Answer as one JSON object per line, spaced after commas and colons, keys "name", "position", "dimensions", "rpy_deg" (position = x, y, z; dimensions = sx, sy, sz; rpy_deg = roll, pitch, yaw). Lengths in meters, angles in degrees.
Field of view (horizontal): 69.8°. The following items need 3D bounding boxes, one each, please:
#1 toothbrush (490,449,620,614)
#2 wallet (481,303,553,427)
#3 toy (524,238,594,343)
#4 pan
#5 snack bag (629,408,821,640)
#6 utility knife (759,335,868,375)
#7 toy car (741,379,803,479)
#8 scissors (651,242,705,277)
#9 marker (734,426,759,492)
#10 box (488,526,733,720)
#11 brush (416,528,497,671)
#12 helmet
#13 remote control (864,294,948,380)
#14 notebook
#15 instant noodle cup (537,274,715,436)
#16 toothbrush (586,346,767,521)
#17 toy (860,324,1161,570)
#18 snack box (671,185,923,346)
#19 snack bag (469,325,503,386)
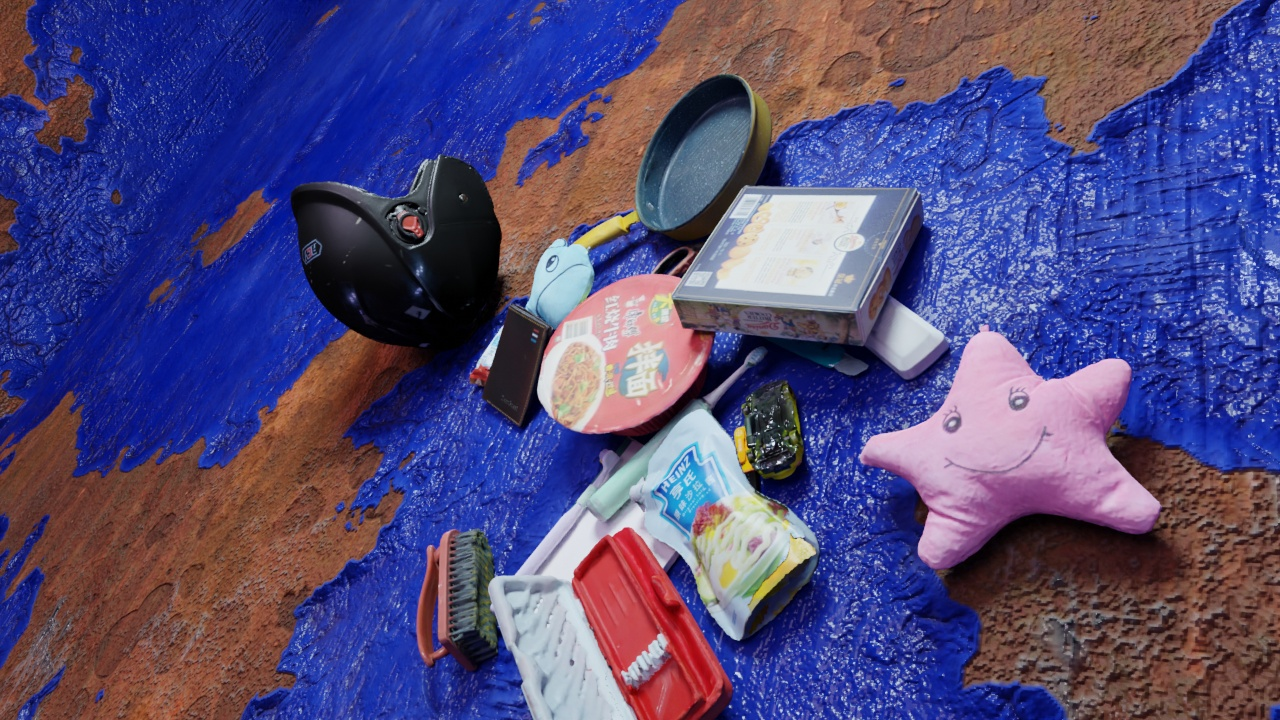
{"name": "toothbrush", "position": [-0.083, 0.164, 0.879], "dimensions": [0.021, 0.029, 0.189], "rpy_deg": [34, 79, 16]}
{"name": "wallet", "position": [-0.142, 0.004, 1.055], "dimensions": [0.096, 0.020, 0.122], "rpy_deg": [32, 108, 51]}
{"name": "toy", "position": [-0.102, -0.068, 1.078], "dimensions": [0.157, 0.049, 0.161], "rpy_deg": [-38, 49, 27]}
{"name": "pan", "position": [0.007, -0.190, 1.090], "dimensions": [0.358, 0.078, 0.197], "rpy_deg": [-44, 39, 30]}
{"name": "snack bag", "position": [0.062, 0.130, 0.764], "dimensions": [0.110, 0.038, 0.191], "rpy_deg": [-56, 44, 14]}
{"name": "utility knife", "position": [0.148, -0.021, 0.866], "dimensions": [0.029, 0.013, 0.180], "rpy_deg": [-51, 39, -6]}
{"name": "toy car", "position": [0.118, 0.061, 0.803], "dimensions": [0.048, 0.032, 0.105], "rpy_deg": [-26, 35, 21]}
{"name": "scissors", "position": [0.006, -0.040, 1.008], "dimensions": [0.192, 0.015, 0.206], "rpy_deg": [-13, 48, 32]}
{"name": "marker", "position": [0.093, 0.109, 0.794], "dimensions": [0.018, 0.015, 0.123], "rpy_deg": [-28, 43, 28]}
{"name": "box", "position": [-0.028, 0.225, 0.723], "dimensions": [0.154, 0.074, 0.201], "rpy_deg": [-21, 34, -13]}
{"name": "brush", "position": [-0.181, 0.225, 0.890], "dimensions": [0.069, 0.063, 0.145], "rpy_deg": [-21, 40, 6]}
{"name": "helmet", "position": [-0.312, -0.133, 1.179], "dimensions": [0.234, 0.274, 0.230], "rpy_deg": [-12, 74, 48]}
{"name": "remote control", "position": [0.215, -0.032, 0.809], "dimensions": [0.049, 0.024, 0.125], "rpy_deg": [-41, 37, 2]}
{"name": "notebook", "position": [-0.032, 0.175, 0.846], "dimensions": [0.209, 0.012, 0.150], "rpy_deg": [-51, 37, -11]}
{"name": "instant noodle cup", "position": [-0.005, 0.005, 0.923], "dimensions": [0.194, 0.066, 0.193], "rpy_deg": [-16, 49, 19]}
{"name": "toothbrush", "position": [0.037, 0.066, 0.859], "dimensions": [0.224, 0.026, 0.027], "rpy_deg": [-44, 9, -2]}
{"name": "toy", "position": [0.250, 0.055, 0.653], "dimensions": [0.195, 0.074, 0.178], "rpy_deg": [-18, 54, 29]}
{"name": "snack box", "position": [0.147, -0.095, 0.855], "dimensions": [0.183, 0.046, 0.177], "rpy_deg": [8, 48, 32]}
{"name": "snack bag", "position": [-0.172, -0.013, 1.131], "dimensions": [0.048, 0.026, 0.104], "rpy_deg": [14, 64, 35]}
